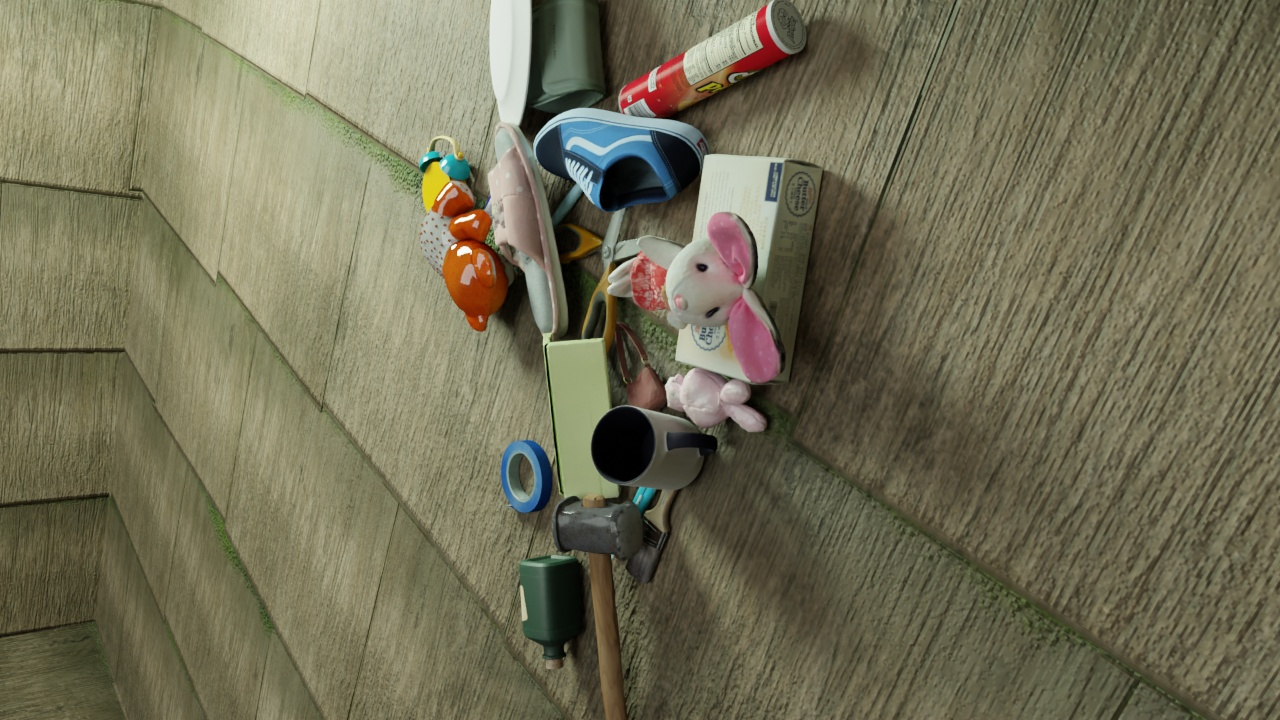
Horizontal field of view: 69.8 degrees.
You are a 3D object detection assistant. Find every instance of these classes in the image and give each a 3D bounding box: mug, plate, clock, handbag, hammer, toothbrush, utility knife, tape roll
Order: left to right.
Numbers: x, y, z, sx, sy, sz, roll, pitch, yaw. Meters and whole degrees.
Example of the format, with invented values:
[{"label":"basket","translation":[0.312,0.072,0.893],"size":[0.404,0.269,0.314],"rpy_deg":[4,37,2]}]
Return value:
[{"label":"clock","translation":[-0.281,-0.255,1.313],"size":[0.099,0.043,0.130],"rpy_deg":[19,112,46]},{"label":"plate","translation":[-0.166,-0.400,1.128],"size":[0.243,0.016,0.242],"rpy_deg":[177,90,-72]},{"label":"tape roll","translation":[-0.149,0.150,1.191],"size":[0.091,0.016,0.093],"rpy_deg":[-1,90,48]},{"label":"handbag","translation":[-0.091,-0.362,1.083],"size":[0.106,0.067,0.122],"rpy_deg":[-8,85,46]},{"label":"toothbrush","translation":[-0.071,-0.213,1.099],"size":[0.155,0.016,0.022],"rpy_deg":[-48,48,37]},{"label":"hammer","translation":[-0.037,0.311,1.032],"size":[0.098,0.052,0.328],"rpy_deg":[0,99,32]},{"label":"handbag","translation":[-0.006,0.006,1.028],"size":[0.056,0.029,0.119],"rpy_deg":[-47,53,40]},{"label":"utility knife","translation":[-0.002,0.169,1.034],"size":[0.022,0.015,0.162],"rpy_deg":[42,123,29]},{"label":"mug","translation":[0.022,0.089,0.934],"size":[0.112,0.096,0.078],"rpy_deg":[-11,74,32]}]

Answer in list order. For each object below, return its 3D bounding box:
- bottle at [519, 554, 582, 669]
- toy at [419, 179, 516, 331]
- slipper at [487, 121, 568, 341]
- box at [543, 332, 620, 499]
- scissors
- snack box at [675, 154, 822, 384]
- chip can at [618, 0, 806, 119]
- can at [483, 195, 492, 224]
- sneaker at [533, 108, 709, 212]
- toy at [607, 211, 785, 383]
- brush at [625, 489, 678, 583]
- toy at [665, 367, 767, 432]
[{"label":"bottle","translation":[-0.108,0.307,1.115],"size":[0.061,0.061,0.131],"rpy_deg":[-7,86,45]},{"label":"toy","translation":[-0.224,-0.133,1.209],"size":[0.172,0.092,0.164],"rpy_deg":[56,147,30]},{"label":"slipper","translation":[-0.146,-0.156,1.118],"size":[0.114,0.054,0.274],"rpy_deg":[162,94,-69]},{"label":"box","translation":[-0.082,0.066,1.063],"size":[0.128,0.066,0.188],"rpy_deg":[11,110,49]},{"label":"scissors","translation":[-0.048,-0.106,1.068],"size":[0.226,0.016,0.229],"rpy_deg":[3,88,49]},{"label":"snack box","translation":[0.101,-0.089,0.881],"size":[0.104,0.057,0.208],"rpy_deg":[17,103,47]},{"label":"chip can","translation":[0.065,-0.292,0.922],"size":[0.215,0.051,0.051],"rpy_deg":[-13,81,47]},{"label":"can","translation":[-0.177,-0.224,1.204],"size":[0.032,0.032,0.095],"rpy_deg":[51,126,34]},{"label":"sneaker","translation":[-0.047,-0.210,0.986],"size":[0.242,0.098,0.083],"rpy_deg":[13,143,40]},{"label":"toy","translation":[0.047,-0.070,0.838],"size":[0.194,0.084,0.159],"rpy_deg":[18,132,46]},{"label":"brush","translation":[0.017,0.181,1.011],"size":[0.039,0.012,0.151],"rpy_deg":[38,118,40]},{"label":"toy","translation":[0.076,0.039,0.918],"size":[0.110,0.047,0.063],"rpy_deg":[13,131,44]}]
